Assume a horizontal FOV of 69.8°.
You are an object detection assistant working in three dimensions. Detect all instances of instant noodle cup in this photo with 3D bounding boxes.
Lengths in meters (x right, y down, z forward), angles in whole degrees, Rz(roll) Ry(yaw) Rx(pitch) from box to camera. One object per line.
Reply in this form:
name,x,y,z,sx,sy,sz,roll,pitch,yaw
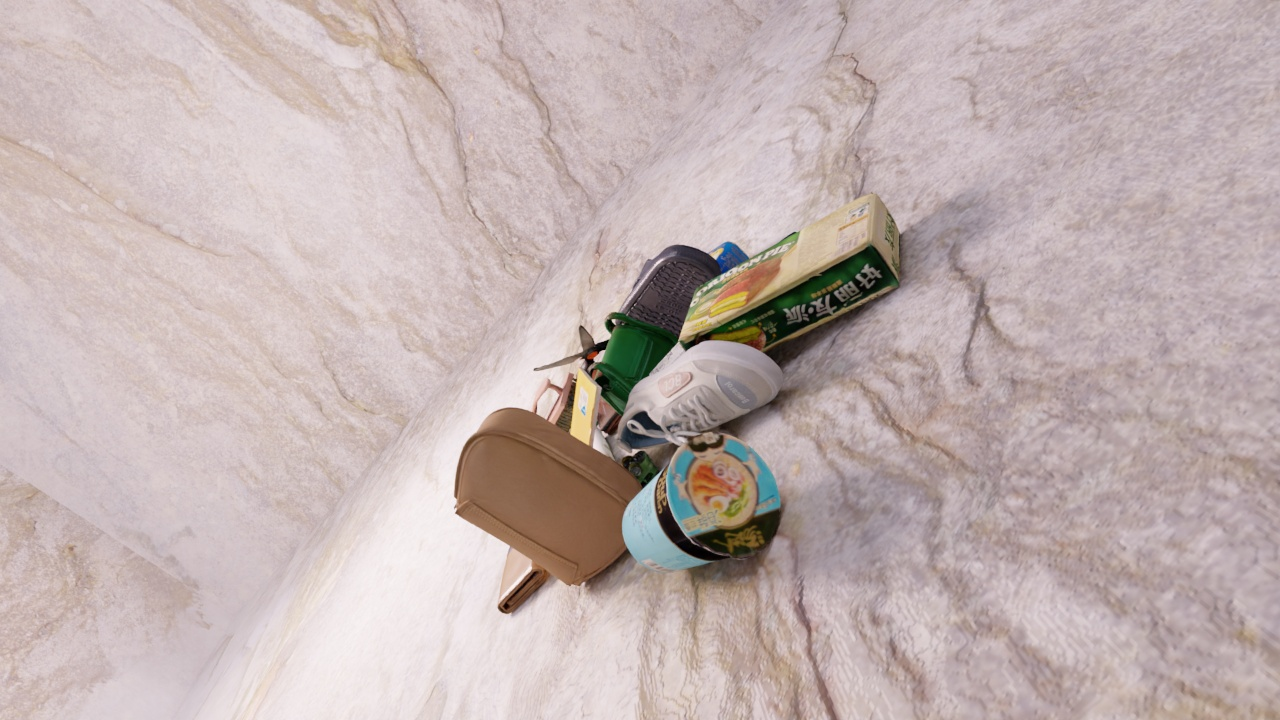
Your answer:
instant noodle cup,0.044,0.134,0.806,0.121,0.111,0.111,-42,15,53

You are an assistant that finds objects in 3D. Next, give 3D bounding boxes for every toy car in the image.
toy car,-0.019,0.145,1.062,0.091,0.036,0.043,-47,16,-4

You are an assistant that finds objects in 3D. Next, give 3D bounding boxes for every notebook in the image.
notebook,-0.076,0.120,1.121,0.146,0.010,0.206,-143,59,-75

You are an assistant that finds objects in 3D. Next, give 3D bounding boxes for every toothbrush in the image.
toothbrush,-0.049,0.129,1.203,0.026,0.026,0.221,-58,14,5

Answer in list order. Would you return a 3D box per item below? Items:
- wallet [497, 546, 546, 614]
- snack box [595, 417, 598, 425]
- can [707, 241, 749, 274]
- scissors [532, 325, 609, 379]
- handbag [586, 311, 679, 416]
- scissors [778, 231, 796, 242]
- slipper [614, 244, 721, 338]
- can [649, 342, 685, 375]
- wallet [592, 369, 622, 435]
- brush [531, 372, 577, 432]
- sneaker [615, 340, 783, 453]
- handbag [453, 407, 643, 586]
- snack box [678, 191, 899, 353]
wallet,-0.144,0.256,1.164,0.090,0.033,0.115,-47,16,20
snack box,-0.027,0.028,1.384,0.156,0.027,0.077,-44,18,20
can,0.101,-0.113,1.309,0.102,0.057,0.083,-28,23,52
scissors,-0.068,-0.014,1.419,0.234,0.021,0.221,-24,-23,-23
handbag,-0.007,0.007,1.200,0.068,0.120,0.131,-37,27,45
scissors,0.135,-0.102,1.165,0.171,0.012,0.140,-43,-13,24
slipper,0.047,-0.097,1.236,0.269,0.110,0.083,126,166,-64
can,0.079,-0.015,1.130,0.147,0.058,0.058,-48,15,8
wallet,-0.032,0.035,1.312,0.101,0.032,0.124,-46,34,22
brush,-0.136,0.079,1.427,0.146,0.073,0.063,123,163,-50
sneaker,0.049,0.050,0.986,0.243,0.089,0.090,-24,28,54
handbag,-0.100,0.145,0.995,0.148,0.204,0.099,-57,0,23
snack box,0.158,-0.078,0.981,0.241,0.063,0.114,-29,24,31
